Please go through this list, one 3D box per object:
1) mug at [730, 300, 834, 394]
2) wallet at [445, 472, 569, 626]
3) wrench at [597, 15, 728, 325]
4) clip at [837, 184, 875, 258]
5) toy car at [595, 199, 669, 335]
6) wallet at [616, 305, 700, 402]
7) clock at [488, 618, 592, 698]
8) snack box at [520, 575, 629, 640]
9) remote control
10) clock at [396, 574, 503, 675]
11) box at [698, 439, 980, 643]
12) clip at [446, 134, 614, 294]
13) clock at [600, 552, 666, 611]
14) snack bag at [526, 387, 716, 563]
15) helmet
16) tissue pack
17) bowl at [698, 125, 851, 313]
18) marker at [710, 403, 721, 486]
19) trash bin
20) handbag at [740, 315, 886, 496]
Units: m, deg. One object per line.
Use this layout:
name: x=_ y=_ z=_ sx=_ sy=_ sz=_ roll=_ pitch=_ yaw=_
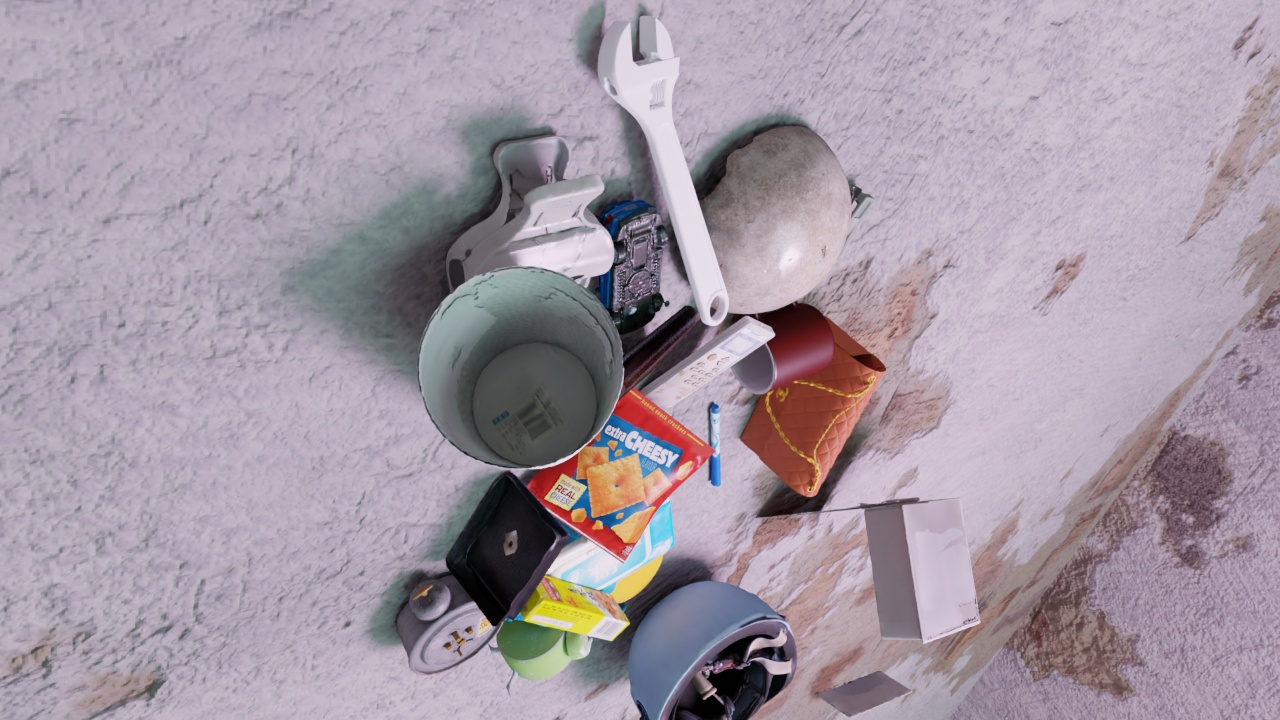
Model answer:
mug: x=0.139 y=-0.028 z=0.928 sx=0.082 sy=0.073 sz=0.106 roll=-21 pitch=108 yaw=-30
wallet: x=-0.122 y=0.174 z=0.845 sx=0.115 sy=0.089 sz=0.026 roll=-55 pitch=150 yaw=16
wrench: x=0.028 y=-0.132 z=0.702 sx=0.066 sy=0.018 sz=0.273 roll=-47 pitch=136 yaw=-27
clip: x=0.200 y=-0.135 z=0.908 sx=0.023 sy=0.045 sz=0.076 roll=3 pitch=125 yaw=-44
toy car: x=-0.009 y=-0.076 z=0.747 sx=0.056 sy=0.043 sz=0.120 roll=-24 pitch=137 yaw=-26
wallet: x=-0.005 y=0.005 z=0.798 sx=0.099 sy=0.031 sz=0.120 roll=-40 pitch=175 yaw=-24
clock: x=-0.104 y=0.293 z=0.980 sx=0.119 sy=0.094 sz=0.043 roll=-29 pitch=131 yaw=-12
snack box: x=-0.068 y=0.243 z=0.903 sx=0.029 sy=0.040 sz=0.148 roll=-47 pitch=140 yaw=8
remote control: x=0.064 y=0.004 z=0.884 sx=0.136 sy=0.011 sz=0.050 roll=-36 pitch=149 yaw=25
clock: x=-0.187 y=0.249 z=0.884 sx=0.103 sy=0.056 sz=0.148 roll=-35 pitch=145 yaw=-14
box: x=0.267 y=0.219 z=1.231 sx=0.167 sy=0.380 sz=0.172 roll=6 pitch=104 yaw=-47
clip: x=-0.075 y=-0.087 z=0.666 sx=0.124 sy=0.075 sz=0.144 roll=-20 pitch=148 yaw=-34
clock: x=-0.023 y=0.247 z=1.056 sx=0.129 sy=0.044 sz=0.099 roll=-38 pitch=144 yaw=-21
snack bag: x=-0.021 y=0.105 z=0.881 sx=0.130 sy=0.039 sz=0.144 roll=38 pitch=93 yaw=-18
helmet: x=0.076 y=0.381 z=1.174 sx=0.225 sy=0.167 sz=0.266 roll=-35 pitch=145 yaw=-17
tissue pack: x=-0.057 y=0.193 z=0.951 sx=0.209 sy=0.066 sz=0.117 roll=-27 pitch=140 yaw=-19
bowl: x=0.129 y=-0.109 z=0.808 sx=0.178 sy=0.081 sz=0.179 roll=-31 pitch=142 yaw=-28
marker: x=0.085 y=0.098 z=1.037 sx=0.013 sy=0.013 sz=0.142 roll=-29 pitch=141 yaw=-20
trash bin: x=-0.081 y=0.019 z=0.665 sx=0.133 sy=0.133 sz=0.161 roll=-38 pitch=173 yaw=-10
handbag: x=0.186 y=0.052 z=1.008 sx=0.060 sy=0.109 sz=0.172 roll=-7 pitch=130 yaw=-41
